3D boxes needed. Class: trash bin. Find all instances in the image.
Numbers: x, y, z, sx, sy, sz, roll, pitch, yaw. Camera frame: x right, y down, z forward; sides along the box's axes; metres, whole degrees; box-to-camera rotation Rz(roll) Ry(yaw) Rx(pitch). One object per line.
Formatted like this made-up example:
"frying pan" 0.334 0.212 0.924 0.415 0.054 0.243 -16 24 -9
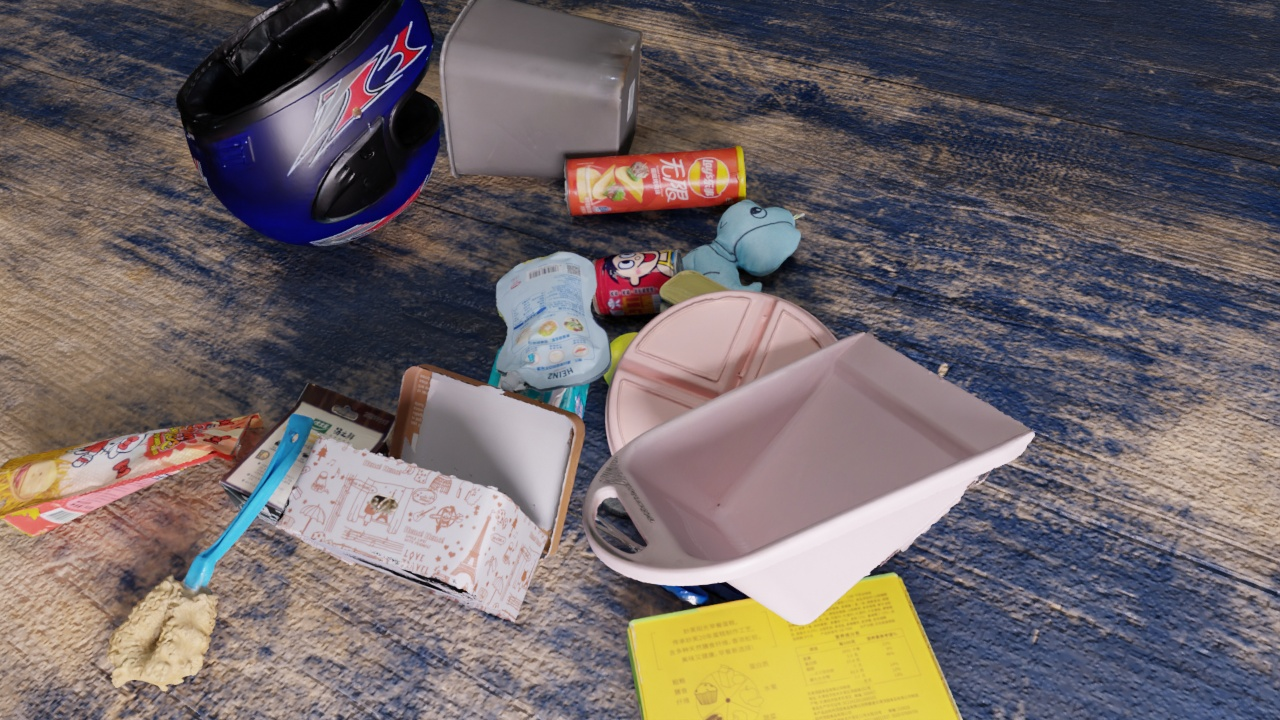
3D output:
"trash bin" -0.119 -0.340 1.170 0.220 0.199 0.198 8 47 4

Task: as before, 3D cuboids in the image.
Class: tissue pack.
"tissue pack" -0.102 0.044 0.879 0.093 0.050 0.133 1 46 6

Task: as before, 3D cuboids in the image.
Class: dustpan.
"dustpan" 0.098 0.066 0.666 0.273 0.139 0.222 -49 27 1

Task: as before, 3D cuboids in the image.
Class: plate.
"plate" 0.078 0.040 0.815 0.230 0.028 0.229 -4 72 11

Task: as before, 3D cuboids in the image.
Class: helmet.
"helmet" -0.352 -0.274 1.069 0.315 0.240 0.247 -39 52 -7

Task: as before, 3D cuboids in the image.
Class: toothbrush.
"toothbrush" 0.046 0.153 0.784 0.189 0.017 0.014 20 60 21

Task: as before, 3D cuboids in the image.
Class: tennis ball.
"tennis ball" -0.005 0.005 0.898 0.065 0.066 0.065 -3 45 2

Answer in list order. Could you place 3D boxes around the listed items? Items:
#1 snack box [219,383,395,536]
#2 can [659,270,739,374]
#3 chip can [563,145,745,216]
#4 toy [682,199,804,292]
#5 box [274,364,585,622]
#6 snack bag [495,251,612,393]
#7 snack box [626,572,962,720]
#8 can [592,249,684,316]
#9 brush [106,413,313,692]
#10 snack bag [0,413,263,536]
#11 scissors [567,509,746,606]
"snack box" -0.298 0.095 0.845 0.113 0.053 0.125 18 49 22
"can" 0.066 -0.031 0.914 0.102 0.083 0.057 32 56 31
"chip can" 0.018 -0.217 1.109 0.216 0.073 0.073 -3 45 2
"toy" 0.117 -0.125 1.027 0.156 0.050 0.161 -16 48 -4
"box" -0.154 0.094 0.759 0.183 0.155 0.187 14 69 17
"snack bag" -0.089 -0.036 0.897 0.110 0.039 0.190 -9 41 -2
"snack box" 0.106 0.248 0.646 0.210 0.070 0.157 -10 45 -4
"can" -0.002 -0.082 0.978 0.094 0.067 0.066 -4 45 11
"brush" -0.347 0.154 0.764 0.083 0.046 0.254 10 59 27
"snack bag" -0.463 0.096 0.840 0.207 0.073 0.128 -17 12 -8
"scissors" 0.008 0.160 0.743 0.165 0.156 0.012 22 92 1
